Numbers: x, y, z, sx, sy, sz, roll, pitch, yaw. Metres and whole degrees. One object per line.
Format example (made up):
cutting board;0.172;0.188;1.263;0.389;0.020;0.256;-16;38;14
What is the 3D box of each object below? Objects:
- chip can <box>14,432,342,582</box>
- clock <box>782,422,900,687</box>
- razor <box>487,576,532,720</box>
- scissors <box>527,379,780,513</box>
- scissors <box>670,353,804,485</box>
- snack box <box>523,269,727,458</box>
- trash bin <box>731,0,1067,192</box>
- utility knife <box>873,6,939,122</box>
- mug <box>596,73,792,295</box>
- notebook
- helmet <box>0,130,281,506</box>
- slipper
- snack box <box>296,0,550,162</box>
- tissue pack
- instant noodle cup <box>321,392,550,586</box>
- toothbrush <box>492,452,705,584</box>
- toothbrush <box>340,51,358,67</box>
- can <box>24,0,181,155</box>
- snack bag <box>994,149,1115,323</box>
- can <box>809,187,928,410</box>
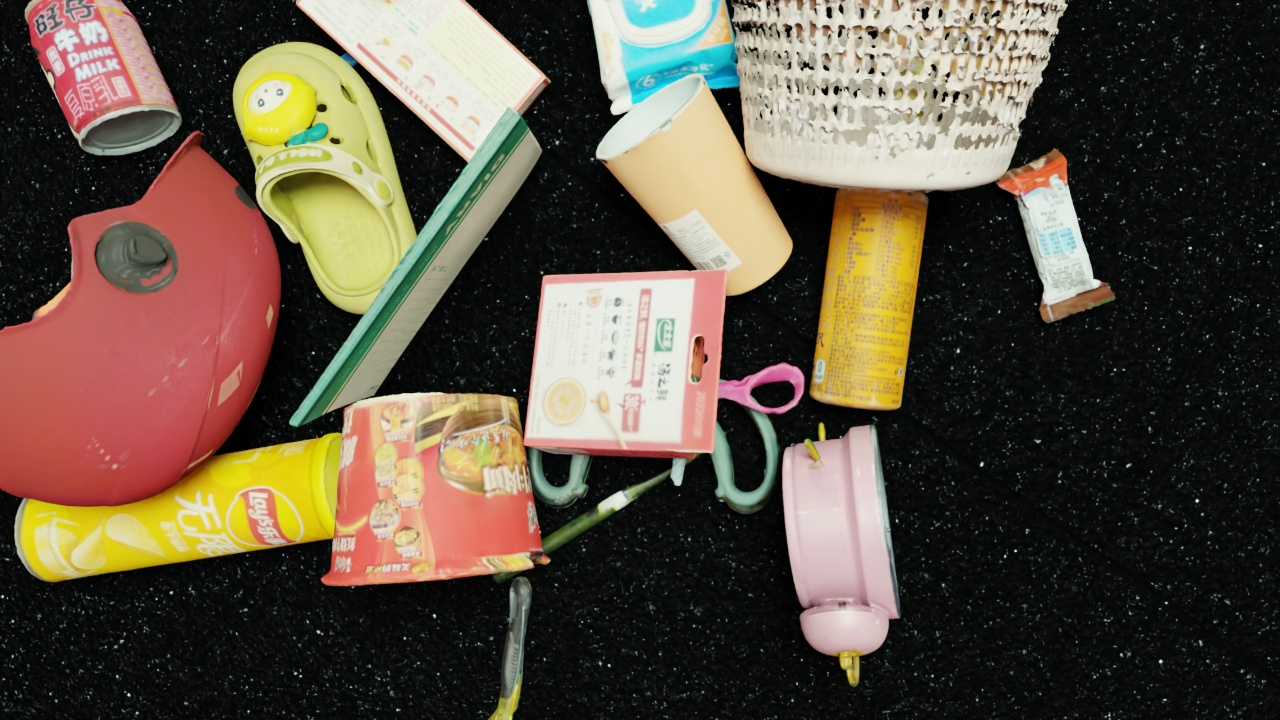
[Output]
chip can;-0.298;0.099;0.618;0.213;0.072;0.072;-9;91;4
clock;0.126;0.120;0.568;0.060;0.117;0.158;-9;89;14
razor;-0.092;0.219;0.633;0.043;0.022;0.142;10;89;47
scissors;-0.001;0.049;0.614;0.179;0.019;0.170;-34;80;5
scissors;0.043;0.016;0.594;0.135;0.017;0.133;10;83;12
snack box;-0.003;0.003;0.576;0.127;0.044;0.113;0;77;23
trash bin;0.139;-0.200;0.505;0.227;0.227;0.192;3;111;4
utility knife;0.167;-0.214;0.604;0.031;0.022;0.213;-13;87;1
mug;0.039;-0.103;0.569;0.078;0.078;0.123;-37;114;4
notebook;-0.129;-0.056;0.561;0.012;0.150;0.209;36;94;-4
helmet;-0.301;-0.011;0.562;0.144;0.207;0.239;44;62;-20
slipper;-0.207;-0.122;0.601;0.091;0.081;0.190;-23;93;2
snack box;-0.143;-0.211;0.609;0.156;0.027;0.077;43;99;-3
tissue pack;0.010;-0.234;0.587;0.090;0.063;0.140;-12;91;4
instant noodle cup;-0.131;0.080;0.578;0.138;0.138;0.108;-5;81;4
toothbrush;-0.025;0.098;0.628;0.186;0.012;0.017;-33;84;5
toothbrush;-0.141;-0.245;0.626;0.189;0.016;0.014;-33;95;7
can;-0.360;-0.194;0.615;0.066;0.066;0.094;-25;90;4
snack bag;0.267;-0.080;0.593;0.048;0.026;0.104;-21;91;11
can;0.146;-0.043;0.587;0.058;0.058;0.146;7;92;4
